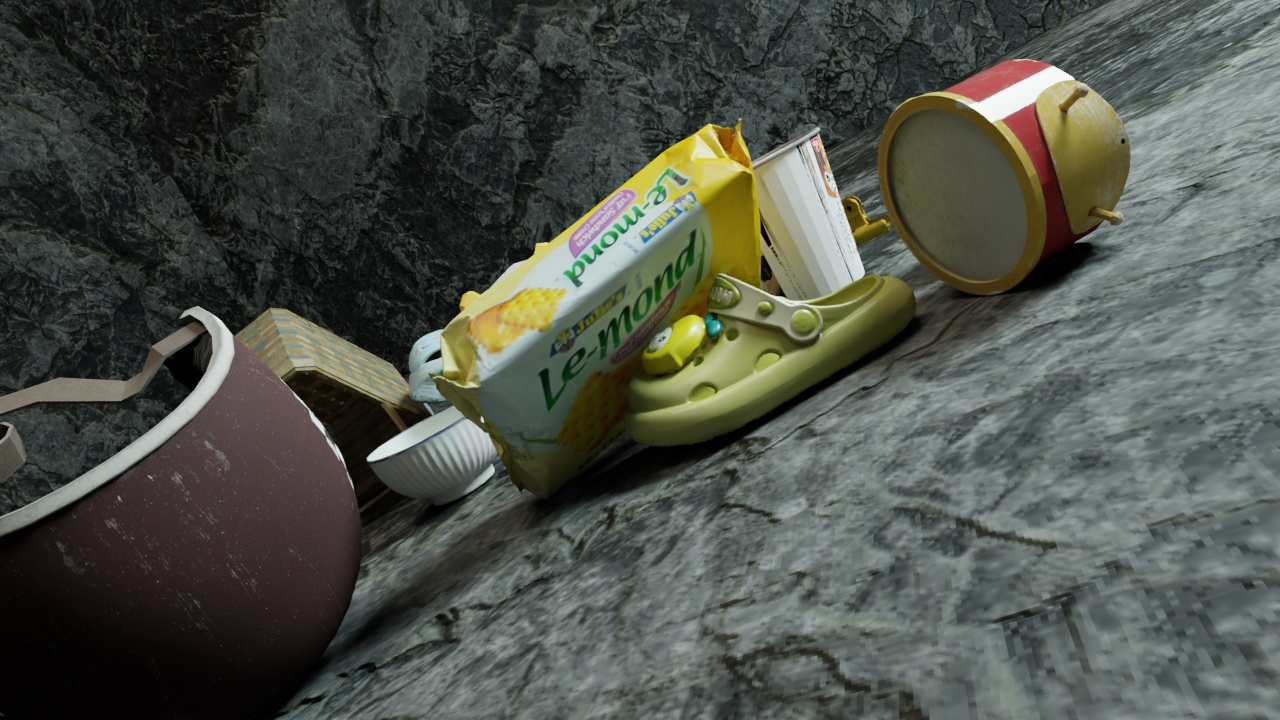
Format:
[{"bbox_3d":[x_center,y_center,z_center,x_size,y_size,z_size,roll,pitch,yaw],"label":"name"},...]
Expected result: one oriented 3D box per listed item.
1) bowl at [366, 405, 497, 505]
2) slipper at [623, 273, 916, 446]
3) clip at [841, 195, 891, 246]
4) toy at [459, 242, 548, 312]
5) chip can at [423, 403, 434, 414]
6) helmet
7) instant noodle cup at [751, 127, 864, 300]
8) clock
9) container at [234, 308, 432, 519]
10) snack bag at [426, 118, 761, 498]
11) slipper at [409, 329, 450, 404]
[{"bbox_3d":[-0.164,0.082,0.779,0.118,0.062,0.118,-26,10,5],"label":"bowl"},{"bbox_3d":[0.069,-0.015,0.547,0.190,0.081,0.091,-26,12,2],"label":"slipper"},{"bbox_3d":[0.207,-0.132,0.878,0.054,0.049,0.044,-23,46,30],"label":"clip"},{"bbox_3d":[-0.103,-0.064,1.119,0.268,0.140,0.246,-20,-18,35],"label":"toy"},{"bbox_3d":[-0.326,0.083,1.245,0.075,0.075,0.215,-32,9,-16],"label":"chip can"},{"bbox_3d":[-0.282,0.089,0.491,0.234,0.254,0.232,15,44,41],"label":"helmet"},{"bbox_3d":[0.118,-0.106,0.753,0.124,0.122,0.123,-29,9,5],"label":"instant noodle cup"},{"bbox_3d":[0.199,-0.109,0.533,0.081,0.117,0.159,-28,16,-17],"label":"clock"},{"bbox_3d":[-0.311,0.080,0.925,0.157,0.186,0.250,-36,-28,7],"label":"container"},{"bbox_3d":[-0.015,-0.030,0.589,0.246,0.068,0.160,-40,-32,-16],"label":"snack bag"},{"bbox_3d":[-0.181,0.005,0.906,0.104,0.074,0.246,-3,-4,-20],"label":"slipper"}]
